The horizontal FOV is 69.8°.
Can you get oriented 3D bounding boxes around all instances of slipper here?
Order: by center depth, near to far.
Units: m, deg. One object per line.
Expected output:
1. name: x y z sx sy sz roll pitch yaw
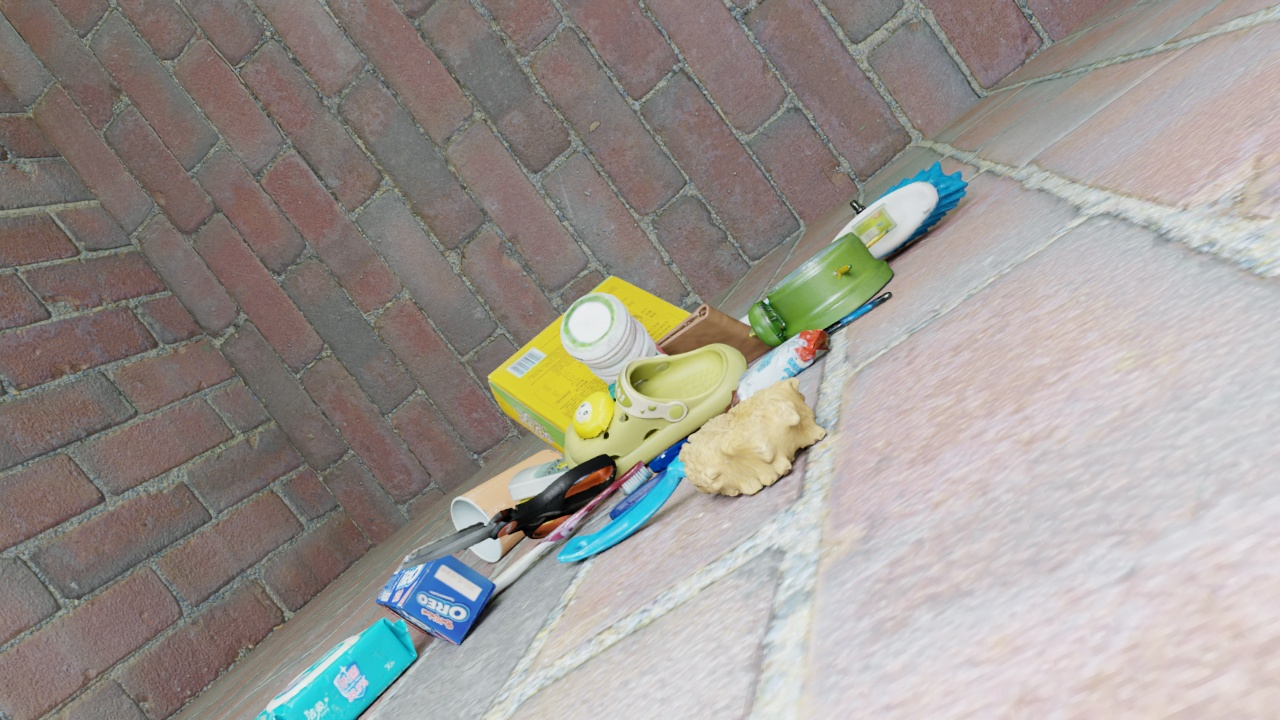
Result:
1. slipper: 0.004 0.032 0.830 0.191 0.081 0.091 -29 37 10

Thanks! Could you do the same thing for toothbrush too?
1. toothbrush: -0.067 0.149 0.770 0.187 0.017 0.016 -40 6 -1
2. toothbrush: 0.140 -0.013 0.809 0.190 0.016 0.014 -34 9 34
3. toothbrush: 0.270 -0.168 1.081 0.026 0.027 0.212 -43 -13 17

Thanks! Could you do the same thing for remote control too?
1. remote control: -0.062 0.106 0.894 0.135 0.019 0.056 -16 10 15

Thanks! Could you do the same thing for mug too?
1. mug: -0.132 0.151 0.987 0.122 0.078 0.078 -33 -1 -40

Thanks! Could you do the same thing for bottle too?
1. bottle: -0.005 0.005 0.911 0.068 0.068 0.197 -37 -36 6

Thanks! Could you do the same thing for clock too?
1. clock: 0.166 -0.063 0.883 0.162 0.056 0.115 -35 3 45

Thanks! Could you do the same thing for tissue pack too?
1. tissue pack: -0.248 0.266 0.741 0.093 0.050 0.133 -36 3 41

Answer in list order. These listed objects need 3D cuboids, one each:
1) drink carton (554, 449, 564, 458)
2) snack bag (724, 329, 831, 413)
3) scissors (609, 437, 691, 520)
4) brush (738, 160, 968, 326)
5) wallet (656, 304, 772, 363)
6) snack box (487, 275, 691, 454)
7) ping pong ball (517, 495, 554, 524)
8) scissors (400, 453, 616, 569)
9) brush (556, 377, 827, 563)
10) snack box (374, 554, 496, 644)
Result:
1. drink carton: -0.106 0.138 1.076 0.123 0.045 0.053 -35 -5 17
2. snack bag: 0.109 0.007 0.745 0.105 0.026 0.045 -37 12 27
3. scissors: 0.043 0.071 0.700 0.162 0.012 0.175 -37 4 -17
4. brush: 0.197 -0.097 0.976 0.109 0.060 0.316 -31 -6 -47
5. wallet: 0.067 -0.010 0.970 0.116 0.101 0.020 -38 45 37
6. snack box: -0.045 0.009 1.056 0.209 0.070 0.158 -42 48 -23
7. ping pong ball: -0.103 0.150 0.907 0.040 0.040 0.040 -37 3 2
8. scissors: -0.105 0.140 0.737 0.234 0.021 0.149 -28 -25 -36
9. brush: 0.020 0.083 0.583 0.255 0.046 0.082 -40 4 43
10. snack box: -0.181 0.200 0.786 0.057 0.058 0.208 -57 10 -23
